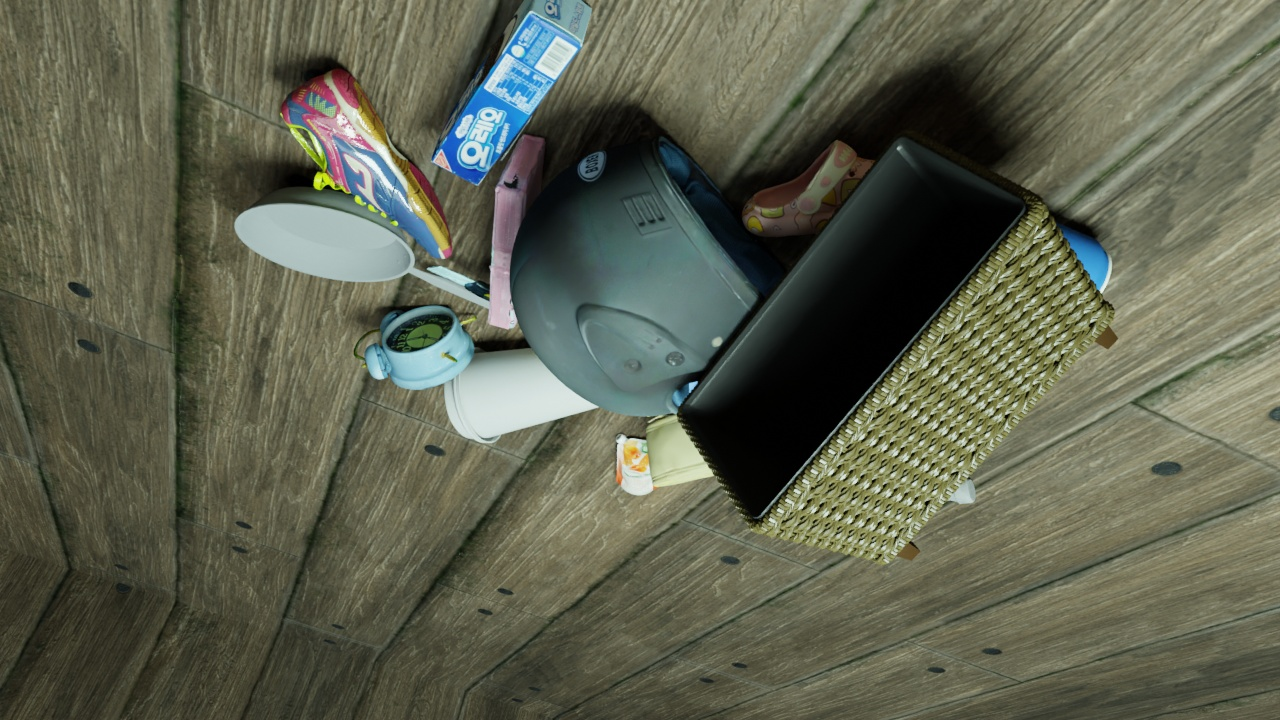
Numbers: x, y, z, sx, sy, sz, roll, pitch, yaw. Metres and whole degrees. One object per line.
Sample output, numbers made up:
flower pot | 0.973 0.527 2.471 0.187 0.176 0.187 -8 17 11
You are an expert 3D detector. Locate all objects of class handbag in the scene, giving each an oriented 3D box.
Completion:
handbag | 0.112 0.105 1.236 0.190 0.088 0.233 -6 167 -18

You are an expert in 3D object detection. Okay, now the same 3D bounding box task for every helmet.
helmet | 0.011 -0.058 0.933 0.236 0.248 0.316 -37 118 21

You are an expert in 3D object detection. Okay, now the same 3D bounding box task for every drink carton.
drink carton | -0.005 0.159 1.429 0.069 0.038 0.122 9 138 5

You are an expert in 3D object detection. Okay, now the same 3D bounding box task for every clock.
clock | -0.298 -0.018 1.206 0.162 0.117 0.060 -4 130 12

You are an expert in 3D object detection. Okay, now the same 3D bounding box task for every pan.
pan | -0.301 -0.123 1.112 0.356 0.050 0.201 17 158 -31

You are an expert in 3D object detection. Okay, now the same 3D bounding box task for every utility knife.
utility knife | -0.168 -0.074 1.134 0.213 0.020 0.029 25 144 -34

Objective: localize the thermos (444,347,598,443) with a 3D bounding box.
thermos | -0.138 0.033 1.228 0.222 0.131 0.131 -10 139 18

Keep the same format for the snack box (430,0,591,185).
snack box | -0.128 -0.258 0.874 0.059 0.059 0.227 25 143 -22

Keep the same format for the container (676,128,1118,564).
container | 0.226 0.009 0.792 0.205 0.176 0.321 28 107 -34

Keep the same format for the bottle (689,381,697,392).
bottle | 0.051 0.018 1.201 0.048 0.048 0.131 7 144 8

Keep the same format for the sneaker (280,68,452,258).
sneaker | -0.289 -0.195 0.986 0.091 0.116 0.242 -27 131 4

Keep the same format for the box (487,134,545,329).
box | -0.136 -0.135 1.016 0.037 0.098 0.233 18 143 1

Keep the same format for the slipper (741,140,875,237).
slipper | 0.189 -0.172 0.880 0.198 0.093 0.081 -5 120 25

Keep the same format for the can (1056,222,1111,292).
can | 0.378 -0.105 0.904 0.146 0.078 0.079 20 144 -10

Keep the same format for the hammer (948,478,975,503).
hammer | 0.339 0.118 1.262 0.140 0.035 0.312 -13 136 34
